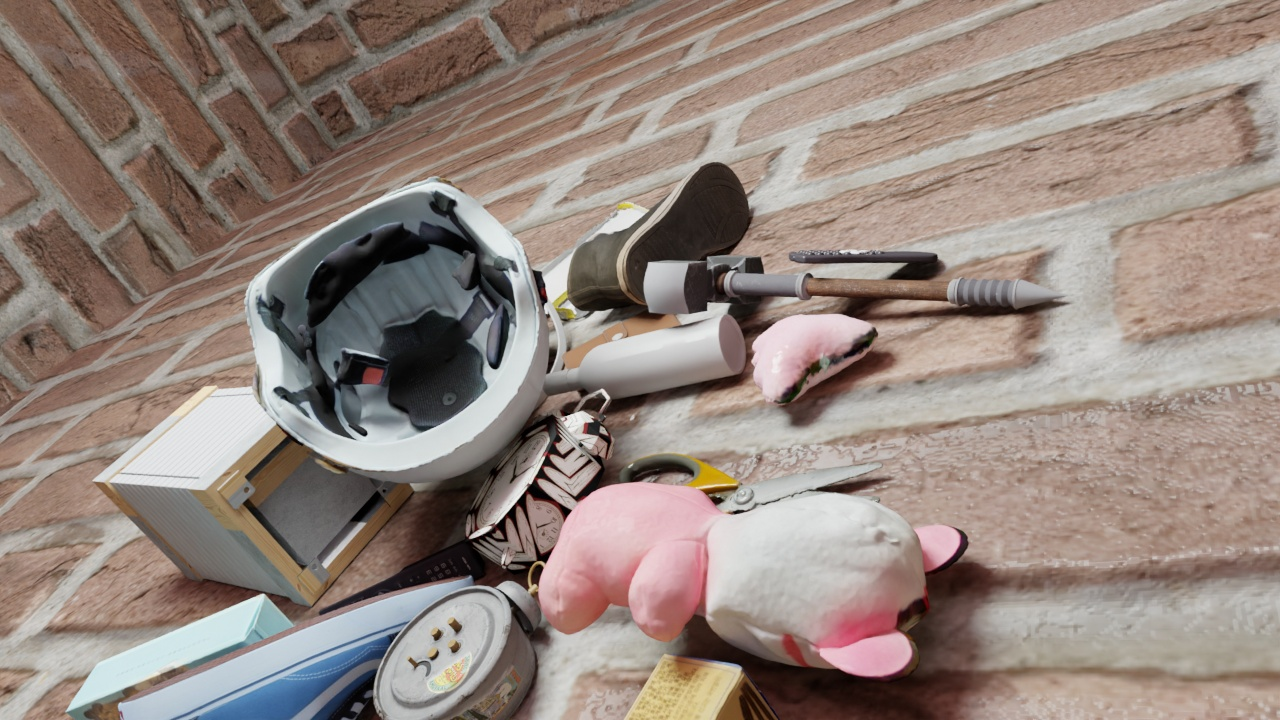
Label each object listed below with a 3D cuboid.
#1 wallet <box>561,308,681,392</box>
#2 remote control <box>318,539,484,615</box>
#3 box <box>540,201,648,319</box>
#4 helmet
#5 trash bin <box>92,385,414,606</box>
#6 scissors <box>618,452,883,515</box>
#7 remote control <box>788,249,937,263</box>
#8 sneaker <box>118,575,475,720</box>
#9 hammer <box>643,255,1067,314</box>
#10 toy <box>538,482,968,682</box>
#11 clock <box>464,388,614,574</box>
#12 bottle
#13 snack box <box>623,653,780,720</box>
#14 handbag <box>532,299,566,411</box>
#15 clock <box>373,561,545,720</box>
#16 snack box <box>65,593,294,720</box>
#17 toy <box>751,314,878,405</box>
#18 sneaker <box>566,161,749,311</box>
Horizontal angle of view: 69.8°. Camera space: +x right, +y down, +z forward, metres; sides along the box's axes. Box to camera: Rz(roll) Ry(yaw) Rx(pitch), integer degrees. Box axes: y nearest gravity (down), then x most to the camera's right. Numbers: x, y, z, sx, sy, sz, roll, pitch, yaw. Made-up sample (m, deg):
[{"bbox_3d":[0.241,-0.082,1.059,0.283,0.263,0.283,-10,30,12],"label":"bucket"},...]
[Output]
[{"bbox_3d":[-0.019,-0.016,0.913,0.121,0.013,0.087,-28,27,-1],"label":"wallet"},{"bbox_3d":[-0.188,0.181,0.724,0.136,0.032,0.015,-26,16,9],"label":"remote control"},{"bbox_3d":[-0.044,-0.124,1.105,0.130,0.039,0.209,17,53,44],"label":"box"},{"bbox_3d":[-0.182,-0.003,0.768,0.236,0.164,0.264,-35,60,-7],"label":"helmet"},{"bbox_3d":[-0.375,0.121,0.887,0.247,0.142,0.142,-4,36,41],"label":"trash bin"},{"bbox_3d":[0.052,0.106,0.628,0.226,0.016,0.161,-4,37,42],"label":"scissors"},{"bbox_3d":[0.188,-0.088,0.771,0.124,0.009,0.046,-1,11,-7],"label":"remote control"},{"bbox_3d":[-0.221,0.232,0.642,0.240,0.098,0.084,-20,-3,-25],"label":"sneaker"},{"bbox_3d":[0.169,-0.059,0.744,0.323,0.043,0.155,6,11,36],"label":"hammer"},{"bbox_3d":[0.058,0.113,0.503,0.213,0.084,0.141,3,11,33],"label":"toy"},{"bbox_3d":[-0.064,0.089,0.700,0.154,0.065,0.115,-56,18,-15],"label":"clock"},{"bbox_3d":[-0.005,0.005,0.820,0.196,0.052,0.052,-13,31,30],"label":"bottle"},{"bbox_3d":[-0.006,0.237,0.418,0.056,0.057,0.206,-6,35,45],"label":"snack box"},{"bbox_3d":[-0.196,0.028,0.977,0.223,0.095,0.215,-30,23,30],"label":"handbag"},{"bbox_3d":[-0.111,0.190,0.602,0.104,0.056,0.147,8,47,51],"label":"clock"},{"bbox_3d":[-0.343,0.249,0.710,0.175,0.075,0.053,-23,28,13],"label":"snack box"},{"bbox_3d":[0.123,-0.006,0.715,0.102,0.050,0.093,-32,23,-13],"label":"toy"},{"bbox_3d":[0.023,-0.133,0.999,0.120,0.095,0.234,-7,36,49],"label":"sneaker"}]
